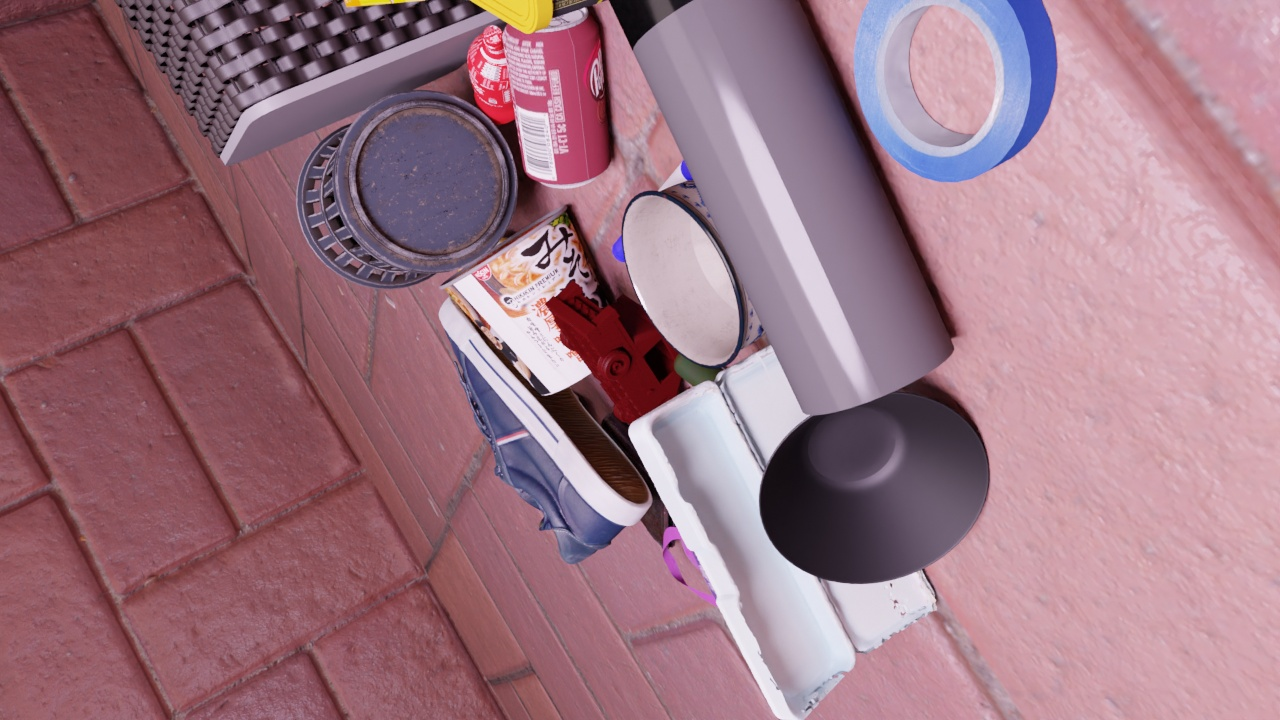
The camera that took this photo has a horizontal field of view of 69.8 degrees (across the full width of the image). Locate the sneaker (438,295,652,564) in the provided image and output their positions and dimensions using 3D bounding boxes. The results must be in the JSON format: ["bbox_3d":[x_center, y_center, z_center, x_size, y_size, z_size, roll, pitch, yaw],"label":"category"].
[{"bbox_3d":[-0.115,0.065,0.842,0.127,0.120,0.294,-47,61,17],"label":"sneaker"}]

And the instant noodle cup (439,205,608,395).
[{"bbox_3d":[-0.081,-0.045,0.767,0.122,0.123,0.124,57,157,-13],"label":"instant noodle cup"}]

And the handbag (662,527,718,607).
[{"bbox_3d":[0.062,0.173,0.784,0.144,0.068,0.170,62,162,0],"label":"handbag"}]

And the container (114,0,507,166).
[{"bbox_3d":[-0.253,-0.310,0.662,0.248,0.245,0.244,5,123,61],"label":"container"}]

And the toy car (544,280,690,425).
[{"bbox_3d":[-0.005,0.004,0.713,0.070,0.061,0.170,37,166,43],"label":"toy car"}]

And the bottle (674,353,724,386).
[{"bbox_3d":[0.064,0.025,0.657,0.106,0.025,0.025,41,148,38],"label":"bottle"}]

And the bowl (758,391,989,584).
[{"bbox_3d":[0.125,0.060,0.517,0.052,0.124,0.124,-93,-11,-64],"label":"bowl"}]

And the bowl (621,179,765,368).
[{"bbox_3d":[0.046,-0.059,0.564,0.115,0.059,0.116,44,150,33],"label":"bowl"}]

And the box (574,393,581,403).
[{"bbox_3d":[-0.097,0.065,0.942,0.092,0.081,0.161,37,146,63],"label":"box"}]

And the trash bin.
[{"bbox_3d":[-0.204,-0.144,0.797,0.228,0.164,0.164,11,126,66],"label":"trash bin"}]

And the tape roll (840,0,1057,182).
[{"bbox_3d":[0.130,-0.123,0.389,0.091,0.016,0.093,7,122,60],"label":"tape roll"}]

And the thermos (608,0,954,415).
[{"bbox_3d":[0.068,-0.098,0.456,0.240,0.082,0.082,64,155,-6],"label":"thermos"}]

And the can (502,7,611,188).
[{"bbox_3d":[-0.056,-0.180,0.627,0.063,0.063,0.114,40,147,39],"label":"can"}]

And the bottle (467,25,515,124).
[{"bbox_3d":[-0.105,-0.212,0.675,0.042,0.042,0.141,62,174,-1],"label":"bottle"}]

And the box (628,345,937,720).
[{"bbox_3d":[0.087,0.097,0.556,0.197,0.135,0.043,63,152,-2],"label":"box"}]

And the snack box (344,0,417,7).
[{"bbox_3d":[-0.138,-0.245,0.498,0.126,0.040,0.088,26,138,51],"label":"snack box"}]

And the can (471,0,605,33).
[{"bbox_3d":[-0.053,-0.246,0.508,0.131,0.100,0.073,41,149,36],"label":"can"}]

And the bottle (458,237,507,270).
[{"bbox_3d":[-0.147,-0.085,0.899,0.109,0.063,0.063,1,117,62],"label":"bottle"}]

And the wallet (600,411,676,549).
[{"bbox_3d":[0.002,0.115,0.866,0.099,0.031,0.120,47,154,33],"label":"wallet"}]

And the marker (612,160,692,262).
[{"bbox_3d":[0.012,-0.101,0.635,0.020,0.020,0.142,60,155,3],"label":"marker"}]
